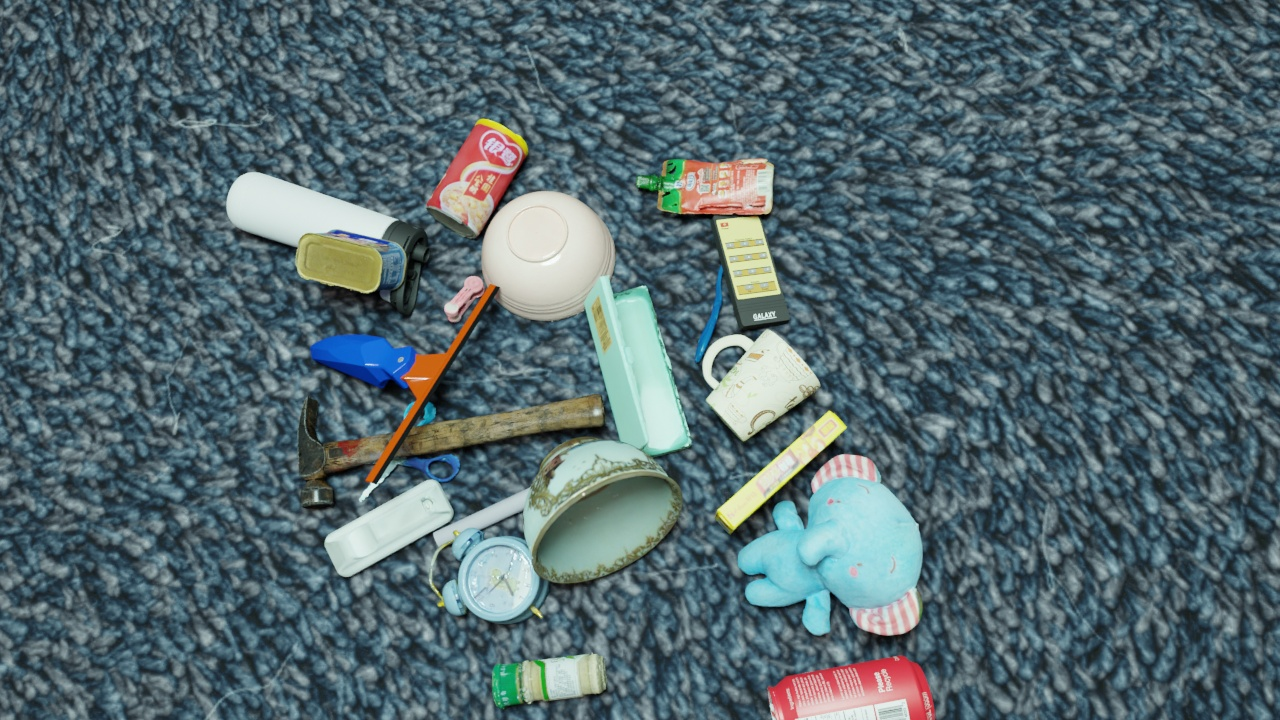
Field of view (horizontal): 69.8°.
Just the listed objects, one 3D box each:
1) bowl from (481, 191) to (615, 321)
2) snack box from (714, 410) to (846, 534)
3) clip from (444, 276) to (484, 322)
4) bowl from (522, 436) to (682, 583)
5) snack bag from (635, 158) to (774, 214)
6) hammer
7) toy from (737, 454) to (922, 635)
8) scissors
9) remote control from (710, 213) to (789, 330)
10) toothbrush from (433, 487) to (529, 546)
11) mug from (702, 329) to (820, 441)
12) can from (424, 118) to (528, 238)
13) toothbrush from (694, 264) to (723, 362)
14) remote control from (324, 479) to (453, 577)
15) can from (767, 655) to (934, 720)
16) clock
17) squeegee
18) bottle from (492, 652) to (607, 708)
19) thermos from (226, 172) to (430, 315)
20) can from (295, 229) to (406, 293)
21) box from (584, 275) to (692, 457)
[{"bbox_3d":[-0.106,-0.124,1.004,0.153,0.076,0.153,-1,74,4],"label":"bowl"},{"bbox_3d":[0.139,0.114,0.922,0.152,0.075,0.025,-40,78,-7],"label":"snack box"},{"bbox_3d":[-0.198,-0.069,1.017,0.023,0.043,0.060,35,93,9],"label":"clip"},{"bbox_3d":[-0.049,0.133,0.901,0.160,0.160,0.094,-29,52,-5],"label":"bowl"},{"bbox_3d":[0.071,-0.198,1.030,0.155,0.044,0.087,3,55,5],"label":"snack bag"},{"bbox_3d":[-0.200,0.070,0.963,0.330,0.033,0.120,-10,74,5],"label":"hammer"},{"bbox_3d":[0.180,0.184,0.891,0.181,0.115,0.183,-17,64,11],"label":"toy"},{"bbox_3d":[-0.251,0.109,0.981,0.117,0.014,0.130,40,80,11],"label":"scissors"},{"bbox_3d":[0.119,-0.100,1.006,0.058,0.013,0.133,-9,74,-16],"label":"remote control"},{"bbox_3d":[-0.127,0.149,0.960,0.188,0.018,0.019,-25,85,-3],"label":"toothbrush"},{"bbox_3d":[0.111,0.018,0.961,0.097,0.081,0.122,-42,55,-1],"label":"mug"},{"bbox_3d":[-0.184,-0.204,1.036,0.067,0.067,0.124,26,78,10],"label":"can"},{"bbox_3d":[0.082,-0.057,1.002,0.016,0.021,0.132,16,73,4],"label":"toothbrush"},{"bbox_3d":[-0.262,0.175,0.956,0.133,0.022,0.050,-29,82,-3],"label":"remote control"},{"bbox_3d":[0.196,0.326,0.861,0.142,0.074,0.074,-11,74,1],"label":"can"},{"bbox_3d":[-0.152,0.218,0.925,0.124,0.052,0.088,10,77,6],"label":"clock"},{"bbox_3d":[-0.284,0.000,0.970,0.185,0.055,0.248,8,57,33],"label":"squeegee"},{"bbox_3d":[-0.089,0.313,0.900,0.110,0.043,0.042,-8,74,1],"label":"bottle"},{"bbox_3d":[-0.351,-0.133,1.031,0.230,0.068,0.101,18,89,8],"label":"thermos"},{"bbox_3d":[-0.305,-0.104,0.966,0.100,0.059,0.054,13,102,8],"label":"can"},{"bbox_3d":[-0.007,0.005,0.954,0.077,0.091,0.188,-15,74,1],"label":"box"}]
